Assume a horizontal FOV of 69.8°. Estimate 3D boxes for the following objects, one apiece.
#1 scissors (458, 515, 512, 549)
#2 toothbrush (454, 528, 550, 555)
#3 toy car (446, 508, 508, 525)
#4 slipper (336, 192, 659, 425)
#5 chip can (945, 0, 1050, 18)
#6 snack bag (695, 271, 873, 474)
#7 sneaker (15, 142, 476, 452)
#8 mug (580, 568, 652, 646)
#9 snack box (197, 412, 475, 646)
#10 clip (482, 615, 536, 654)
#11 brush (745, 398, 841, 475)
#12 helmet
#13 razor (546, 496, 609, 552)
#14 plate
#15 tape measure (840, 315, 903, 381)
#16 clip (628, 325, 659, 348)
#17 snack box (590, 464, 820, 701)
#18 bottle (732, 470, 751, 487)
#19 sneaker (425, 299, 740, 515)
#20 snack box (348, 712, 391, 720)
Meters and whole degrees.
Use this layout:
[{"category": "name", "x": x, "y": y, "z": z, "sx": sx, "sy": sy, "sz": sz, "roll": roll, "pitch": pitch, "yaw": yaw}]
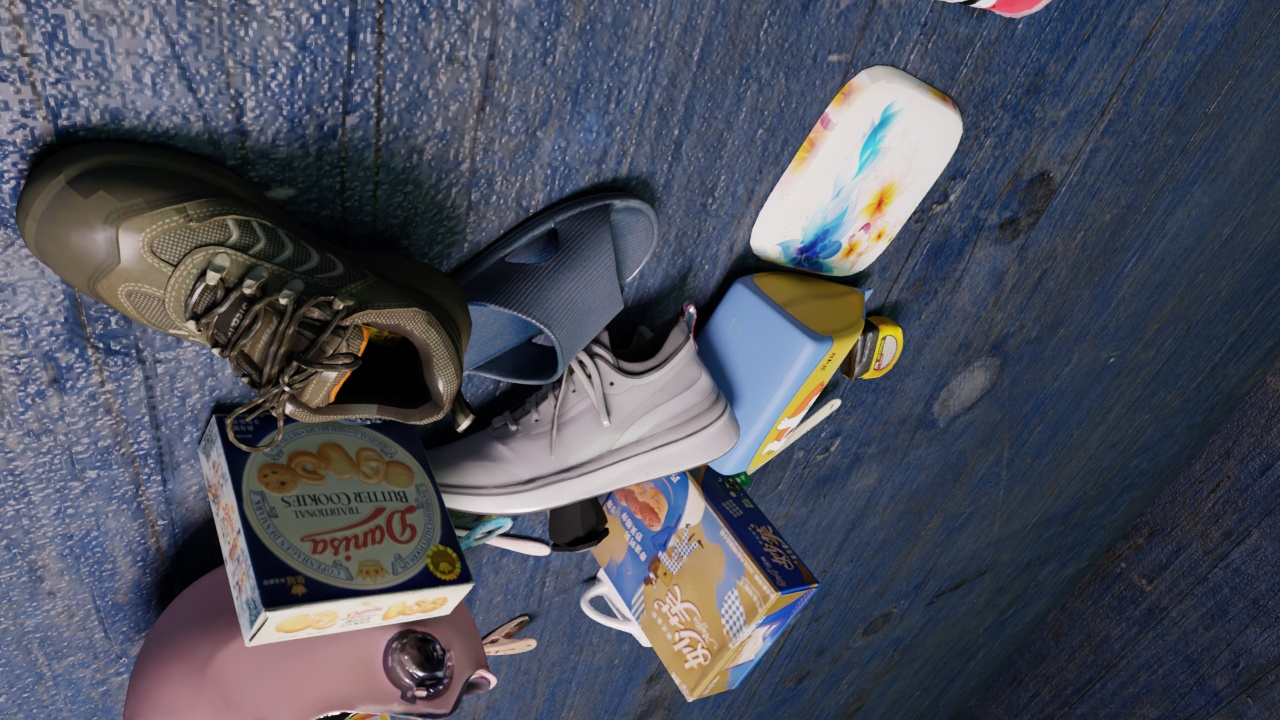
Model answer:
[{"category": "scissors", "x": -0.180, "y": 0.164, "z": 0.778, "sx": 0.141, "sy": 0.013, "sz": 0.114, "roll": -32, "pitch": 155, "yaw": 23}, {"category": "toothbrush", "x": -0.137, "y": 0.167, "z": 0.843, "sx": 0.016, "sy": 0.018, "sz": 0.181, "roll": -46, "pitch": 145, "yaw": 11}, {"category": "toy car", "x": -0.143, "y": 0.117, "z": 0.768, "sx": 0.106, "sy": 0.030, "sz": 0.049, "roll": -6, "pitch": 144, "yaw": -35}, {"category": "slipper", "x": -0.088, "y": -0.017, "z": 0.626, "sx": 0.263, "sy": 0.082, "sz": 0.101, "roll": -30, "pitch": 147, "yaw": -11}, {"category": "chip can", "x": 0.183, "y": -0.272, "z": 0.592, "sx": 0.232, "sy": 0.073, "sz": 0.073, "roll": -8, "pitch": 135, "yaw": -36}, {"category": "snack bag", "x": 0.132, "y": 0.003, "z": 0.843, "sx": 0.204, "sy": 0.102, "sz": 0.159, "roll": -14, "pitch": 140, "yaw": -53}, {"category": "sneaker", "x": -0.188, "y": -0.011, "z": 0.465, "sx": 0.237, "sy": 0.142, "sz": 0.101, "roll": 20, "pitch": 117, "yaw": -34}, {"category": "mug", "x": -0.007, "y": 0.263, "z": 1.006, "sx": 0.114, "sy": 0.087, "sz": 0.081, "roll": -14, "pitch": 138, "yaw": -31}, {"category": "snack box", "x": -0.198, "y": 0.103, "z": 0.601, "sx": 0.144, "sy": 0.145, "sz": 0.043, "roll": 4, "pitch": 137, "yaw": -45}, {"category": "clip", "x": -0.142, "y": 0.293, "z": 0.981, "sx": 0.060, "sy": 0.039, "sz": 0.024, "roll": -4, "pitch": 136, "yaw": -8}, {"category": "brush", "x": 0.134, "y": 0.110, "z": 1.014, "sx": 0.218, "sy": 0.012, "sz": 0.033, "roll": -39, "pitch": 148, "yaw": 9}, {"category": "helmet", "x": -0.236, "y": 0.213, "z": 0.671, "sx": 0.255, "sy": 0.152, "sz": 0.231, "roll": 2, "pitch": 153, "yaw": -35}, {"category": "razor", "x": -0.063, "y": 0.112, "z": 0.821, "sx": 0.057, "sy": 0.060, "sz": 0.156, "roll": -16, "pitch": 121, "yaw": -12}, {"category": "plate", "x": 0.191, "y": -0.150, "z": 0.784, "sx": 0.186, "sy": 0.016, "sz": 0.187, "roll": 5, "pitch": 126, "yaw": -45}, {"category": "tape measure", "x": 0.242, "y": -0.015, "z": 0.961, "sx": 0.064, "sy": 0.037, "sz": 0.066, "roll": -17, "pitch": 126, "yaw": -20}, {"category": "clip", "x": 0.003, "y": 0.005, "z": 0.784, "sx": 0.049, "sy": 0.023, "sz": 0.078, "roll": -6, "pitch": 132, "yaw": -37}, {"category": "snack box", "x": 0.050, "y": 0.190, "z": 0.875, "sx": 0.069, "sy": 0.202, "sz": 0.155, "roll": 2, "pitch": 128, "yaw": -43}, {"category": "bottle", "x": 0.064, "y": 0.146, "z": 0.981, "sx": 0.111, "sy": 0.043, "sz": 0.043, "roll": -38, "pitch": 145, "yaw": 0}, {"category": "sneaker", "x": -0.057, "y": 0.038, "z": 0.715, "sx": 0.263, "sy": 0.097, "sz": 0.129, "roll": -14, "pitch": 101, "yaw": -8}, {"category": "snack box", "x": -0.334, "y": 0.363, "z": 0.804, "sx": 0.229, "sy": 0.110, "sz": 0.062, "roll": -9, "pitch": 139, "yaw": -36}]
